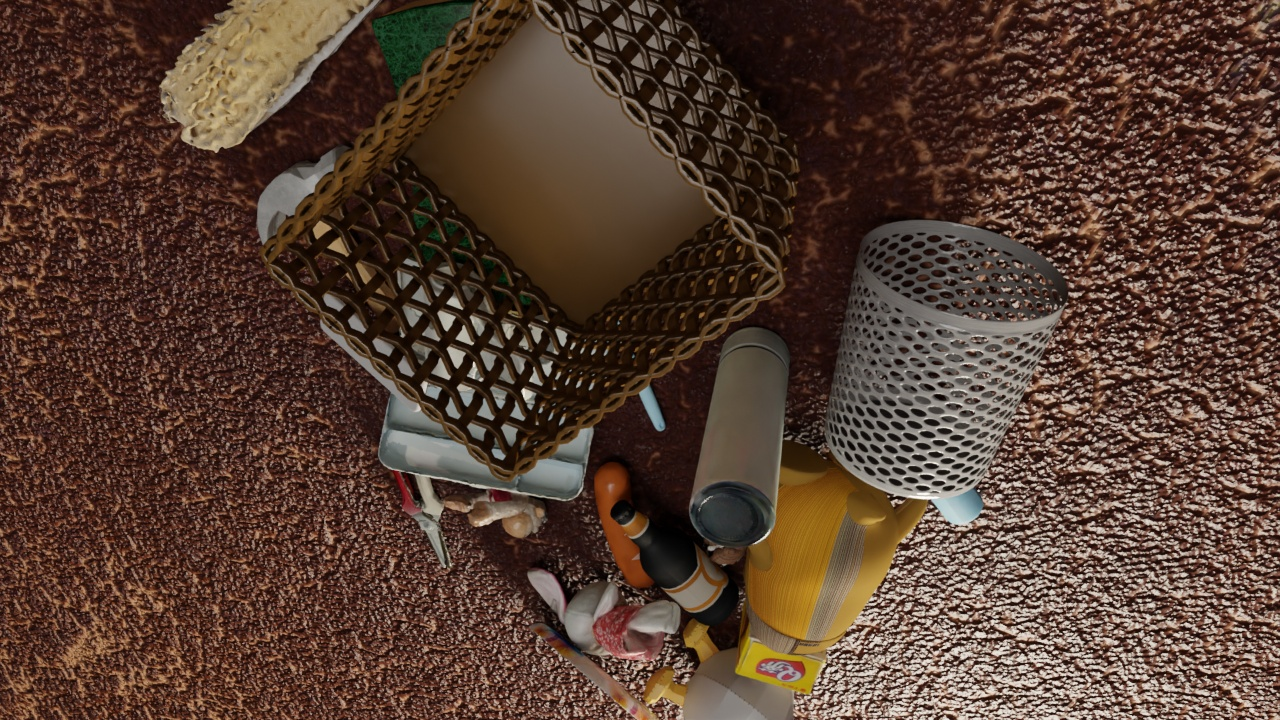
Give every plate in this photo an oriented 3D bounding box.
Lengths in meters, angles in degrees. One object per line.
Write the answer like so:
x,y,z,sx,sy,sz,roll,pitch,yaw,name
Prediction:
-0.038,0.372,1.055,0.187,0.016,0.187,16,150,55,plate

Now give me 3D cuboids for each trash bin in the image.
0.239,0.002,0.755,0.156,0.156,0.184,10,125,6,trash bin

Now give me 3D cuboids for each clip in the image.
-0.149,-0.021,0.803,0.144,0.074,0.125,22,140,10,clip

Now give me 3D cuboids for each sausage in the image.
-0.018,0.179,0.989,0.044,0.039,0.164,-10,119,10,sausage

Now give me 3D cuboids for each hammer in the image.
-0.245,-0.046,0.904,0.131,0.039,0.328,-22,114,25,hammer

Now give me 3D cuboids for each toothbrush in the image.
-0.005,0.005,0.893,0.022,0.016,0.155,-30,116,-14,toothbrush

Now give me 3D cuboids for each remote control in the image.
-0.253,-0.009,0.865,0.147,0.008,0.045,38,128,21,remote control

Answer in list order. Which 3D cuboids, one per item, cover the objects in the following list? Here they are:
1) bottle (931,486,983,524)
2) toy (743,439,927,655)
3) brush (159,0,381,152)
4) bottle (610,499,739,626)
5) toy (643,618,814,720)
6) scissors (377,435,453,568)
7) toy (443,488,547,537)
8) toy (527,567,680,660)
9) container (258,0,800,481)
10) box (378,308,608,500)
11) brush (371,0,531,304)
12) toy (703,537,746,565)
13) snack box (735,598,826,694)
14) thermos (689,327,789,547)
0.277,0.100,0.872,0.040,0.040,0.130,-31,110,27,bottle
0.163,0.188,0.889,0.198,0.162,0.204,5,113,-17,toy
-0.303,-0.273,0.765,0.272,0.056,0.083,-31,111,27,brush
0.032,0.208,0.968,0.059,0.059,0.181,-28,121,26,bottle
0.136,0.406,1.018,0.267,0.140,0.247,37,160,6,toy
-0.255,0.162,1.047,0.146,0.015,0.188,24,123,-4,scissors
-0.148,0.158,0.995,0.106,0.074,0.085,32,157,-32,toy
-0.037,0.289,1.026,0.195,0.084,0.159,-16,121,50,toy
-0.057,-0.108,0.624,0.252,0.213,0.219,-36,108,29,container
-0.142,0.037,0.899,0.209,0.061,0.193,9,99,-8,box
-0.104,-0.175,0.768,0.195,0.075,0.251,6,122,9,brush
0.094,0.172,0.954,0.041,0.054,0.102,-7,136,-29,toy
0.151,0.287,0.977,0.083,0.105,0.061,16,124,3,snack box
0.088,0.056,0.775,0.068,0.229,0.068,5,123,8,thermos
